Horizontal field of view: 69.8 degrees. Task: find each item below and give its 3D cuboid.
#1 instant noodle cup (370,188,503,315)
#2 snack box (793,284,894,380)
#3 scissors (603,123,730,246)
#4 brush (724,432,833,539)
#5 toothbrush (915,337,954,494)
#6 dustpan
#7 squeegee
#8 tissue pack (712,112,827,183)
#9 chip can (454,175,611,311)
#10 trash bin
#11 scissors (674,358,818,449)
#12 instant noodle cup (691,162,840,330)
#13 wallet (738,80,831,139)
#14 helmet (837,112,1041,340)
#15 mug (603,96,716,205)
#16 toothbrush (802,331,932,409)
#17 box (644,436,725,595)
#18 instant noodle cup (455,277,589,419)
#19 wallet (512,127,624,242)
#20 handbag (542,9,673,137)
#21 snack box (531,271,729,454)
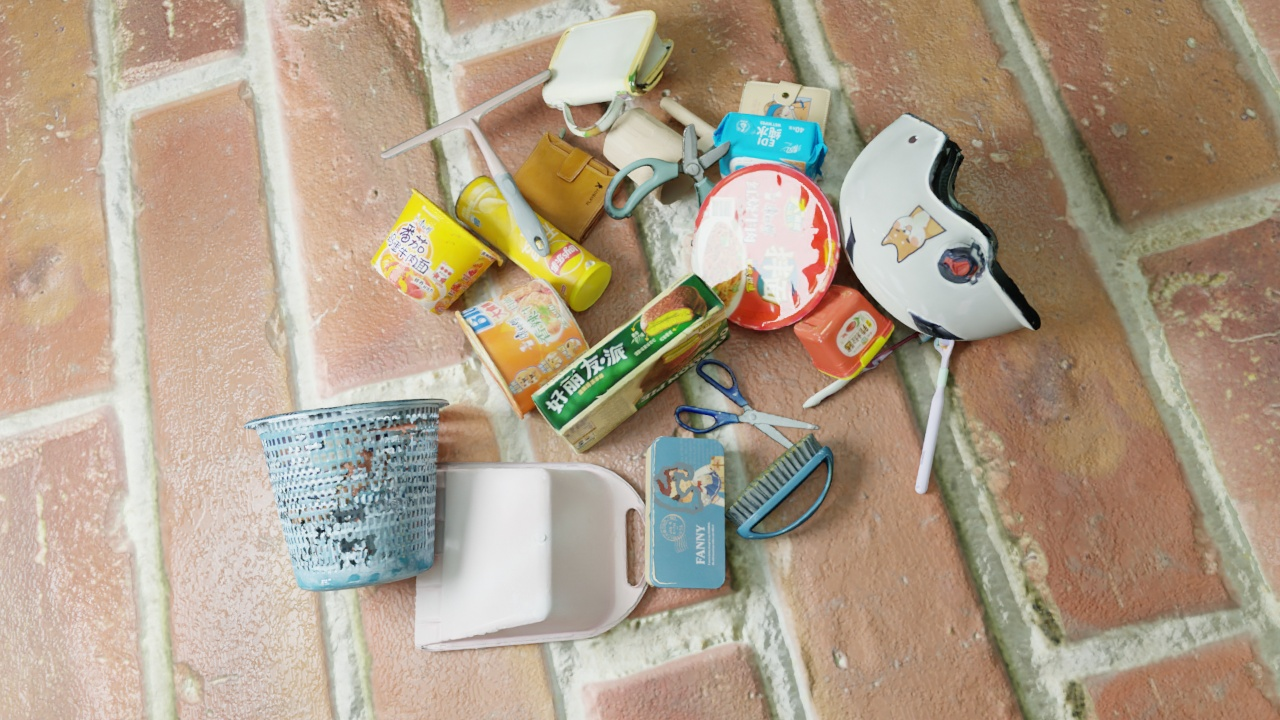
[{"bbox_3d":[-0.262,-0.131,1.152,0.138,0.138,0.110,38,91,17],"label":"instant noodle cup"},{"bbox_3d":[0.231,-0.036,1.063,0.091,0.082,0.080,-49,117,-7],"label":"snack box"},{"bbox_3d":[0.035,-0.198,1.117,0.180,0.170,0.019,-9,29,-3],"label":"scissors"},{"bbox_3d":[0.166,0.151,1.041,0.143,0.055,0.073,-43,75,-5],"label":"brush"},{"bbox_3d":[0.339,0.061,1.059,0.021,0.029,0.189,19,76,-25],"label":"toothbrush"},{"bbox_3d":[-0.129,0.230,1.089,0.274,0.138,0.222,-10,72,35],"label":"dustpan"},{"bbox_3d":[-0.173,-0.232,1.140,0.247,0.040,0.249,-28,70,-4],"label":"squeegee"},{"bbox_3d":[0.161,-0.256,1.139,0.140,0.090,0.063,12,77,12],"label":"tissue pack"},{"bbox_3d":[-0.138,-0.149,1.166,0.213,0.072,0.072,37,82,17],"label":"chip can"},{"bbox_3d":[-0.322,0.154,1.048,0.227,0.226,0.195,-8,86,6],"label":"trash bin"},{"bbox_3d":[0.119,0.067,1.095,0.157,0.012,0.165,-29,73,-2],"label":"scissors"},{"bbox_3d":[0.156,-0.135,1.088,0.194,0.065,0.194,6,101,34],"label":"instant noodle cup"},{"bbox_3d":[0.186,-0.321,1.191,0.115,0.024,0.087,10,81,13],"label":"wallet"},{"bbox_3d":[0.314,-0.130,1.025,0.157,0.229,0.274,-26,91,25],"label":"helmet"},{"bbox_3d":[0.030,-0.274,1.172,0.103,0.084,0.124,41,75,18],"label":"mug"},{"bbox_3d":[0.273,0.008,1.087,0.187,0.016,0.017,-32,82,-2],"label":"toothbrush"},{"bbox_3d":[0.049,0.179,1.039,0.089,0.059,0.184,1,72,-8],"label":"box"},{"bbox_3d":[-0.134,-0.021,1.095,0.111,0.151,0.151,-32,72,-10],"label":"instant noodle cup"},{"bbox_3d":[-0.097,-0.234,1.206,0.131,0.035,0.119,33,88,16],"label":"wallet"},{"bbox_3d":[-0.051,-0.356,1.184,0.164,0.063,0.178,6,66,39],"label":"handbag"},{"bbox_3d":[-0.006,0.006,1.077,0.240,0.114,0.063,-39,71,-3],"label":"snack box"}]
